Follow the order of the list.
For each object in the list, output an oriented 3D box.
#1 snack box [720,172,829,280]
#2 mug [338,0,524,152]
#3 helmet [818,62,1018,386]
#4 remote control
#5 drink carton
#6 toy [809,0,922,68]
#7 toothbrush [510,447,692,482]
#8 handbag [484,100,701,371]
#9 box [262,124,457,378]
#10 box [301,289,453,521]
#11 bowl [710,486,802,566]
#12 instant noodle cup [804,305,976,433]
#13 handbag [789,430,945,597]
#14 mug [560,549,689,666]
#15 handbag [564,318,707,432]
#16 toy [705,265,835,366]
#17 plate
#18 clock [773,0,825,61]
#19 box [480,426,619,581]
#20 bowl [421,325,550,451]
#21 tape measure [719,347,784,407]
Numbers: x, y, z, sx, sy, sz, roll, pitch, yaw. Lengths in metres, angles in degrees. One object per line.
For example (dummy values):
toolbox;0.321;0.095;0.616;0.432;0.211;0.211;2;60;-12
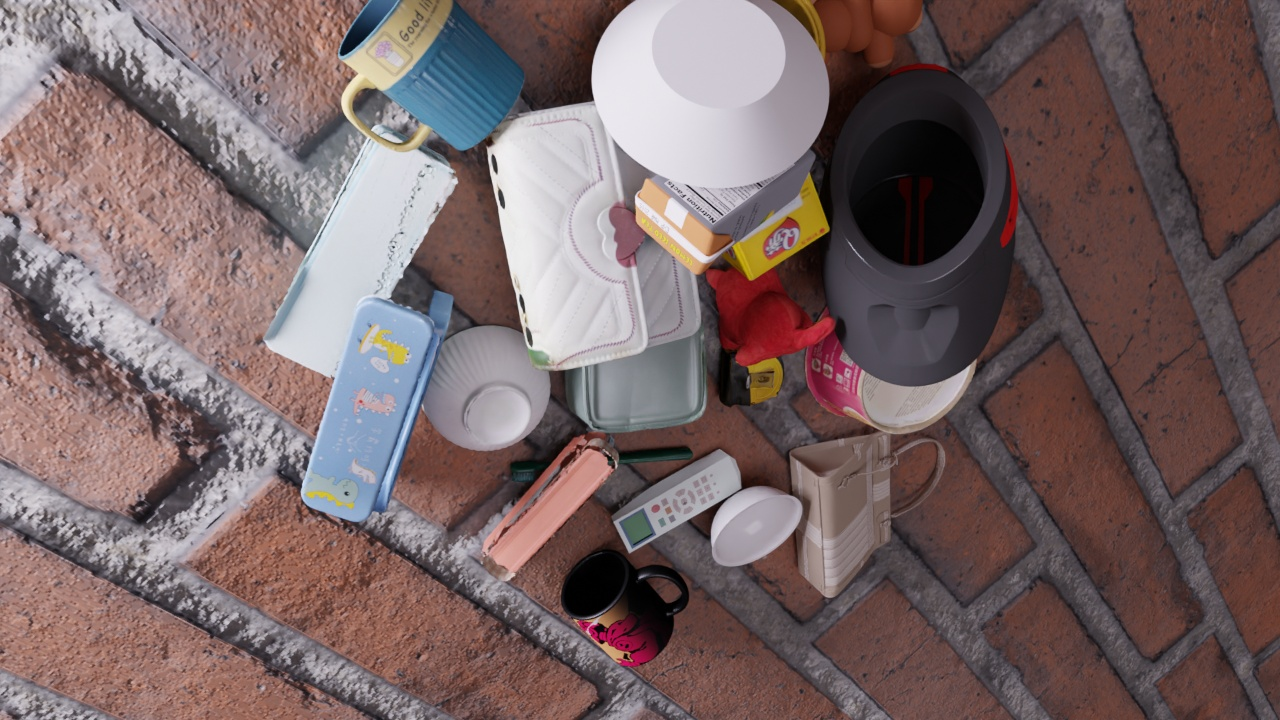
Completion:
snack box;0.095;-0.132;0.788;0.083;0.105;0.061;-33;126;-3
mug;-0.157;-0.203;0.660;0.107;0.083;0.113;37;92;-37
helmet;0.244;-0.107;0.817;0.164;0.170;0.264;1;79;17
remote control;0.038;0.143;0.960;0.143;0.024;0.049;-29;124;-8
drink carton;0.064;-0.127;0.683;0.124;0.076;0.049;-39;162;-28
toy;0.177;-0.290;0.773;0.127;0.065;0.095;-17;119;-1
toothbrush;-0.037;0.103;0.913;0.189;0.016;0.017;-3;115;-21
handbag;-0.038;-0.102;0.728;0.141;0.096;0.198;-17;106;-19
box;-0.224;-0.085;0.723;0.083;0.066;0.199;32;102;-8
box;-0.217;0.033;0.765;0.077;0.074;0.209;19;115;-13
bowl;0.117;0.170;0.993;0.109;0.040;0.110;-18;136;-18
instant noodle cup;0.267;-0.001;0.946;0.178;0.077;0.179;-10;119;-18
handbag;0.271;0.151;1.053;0.197;0.062;0.176;-23;123;-20
mug;-0.008;0.252;0.958;0.118;0.081;0.098;-26;125;14
handbag;-0.005;0.005;0.842;0.121;0.067;0.106;-6;103;-20
toy;0.115;-0.047;0.834;0.088;0.133;0.094;-25;114;-23
plate;0.053;-0.210;0.653;0.174;0.174;0.036;-22;166;-10
clock;0.078;-0.256;0.728;0.113;0.052;0.152;-34;96;-2
box;-0.092;0.134;0.886;0.058;0.062;0.189;39;110;-15
bowl;-0.131;0.034;0.809;0.118;0.062;0.118;-10;120;-18
tape measure;0.112;0.013;0.913;0.064;0.037;0.066;-8;119;-18
